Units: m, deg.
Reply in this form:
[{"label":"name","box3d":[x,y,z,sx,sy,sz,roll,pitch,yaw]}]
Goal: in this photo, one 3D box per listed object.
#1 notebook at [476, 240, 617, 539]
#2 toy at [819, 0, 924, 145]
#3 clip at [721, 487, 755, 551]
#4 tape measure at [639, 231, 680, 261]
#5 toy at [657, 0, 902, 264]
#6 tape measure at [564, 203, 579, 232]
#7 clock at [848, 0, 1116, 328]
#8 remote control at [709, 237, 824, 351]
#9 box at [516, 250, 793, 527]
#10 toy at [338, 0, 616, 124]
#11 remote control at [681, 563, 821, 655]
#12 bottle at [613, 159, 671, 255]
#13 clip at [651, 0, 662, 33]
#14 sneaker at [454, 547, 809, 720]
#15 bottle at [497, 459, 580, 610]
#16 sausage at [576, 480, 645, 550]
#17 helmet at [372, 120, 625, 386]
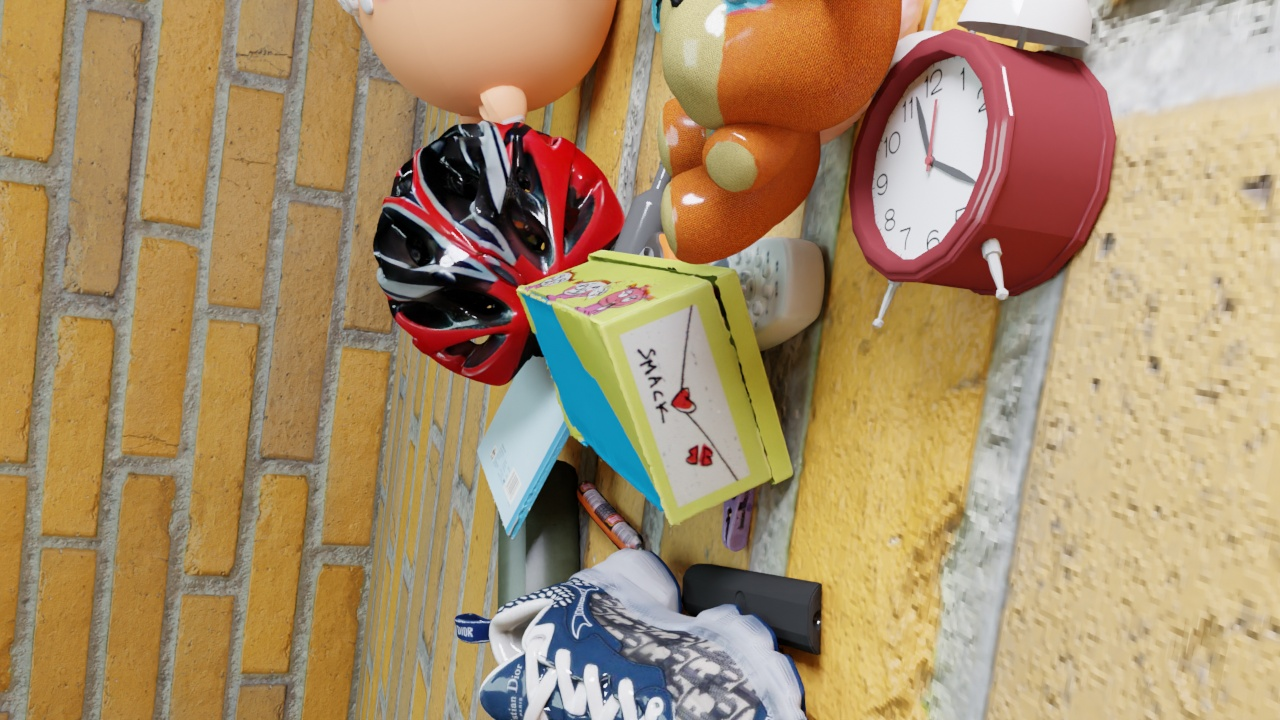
[{"label":"notebook","box3d":[-0.069,0.005,0.783,0.253,0.009,0.181,-61,24,8]},{"label":"toy","box3d":[0.095,-0.162,0.442,0.109,0.053,0.105,123,158,-51]},{"label":"clip","box3d":[0.055,0.080,0.530,0.045,0.014,0.051,-125,48,-61]},{"label":"tape measure","box3d":[0.017,-0.059,0.634,0.058,0.038,0.058,138,134,-61]},{"label":"toy","box3d":[0.053,-0.125,0.367,0.177,0.096,0.112,-53,27,40]},{"label":"tape measure","box3d":[-0.065,-0.142,0.868,0.052,0.059,0.019,-18,63,35]},{"label":"clock","box3d":[0.122,-0.083,0.343,0.096,0.048,0.137,165,109,-68]},{"label":"remote control","box3d":[0.064,-0.035,0.514,0.114,0.028,0.060,166,109,-69]},{"label":"box","box3d":[-0.003,0.003,0.558,0.221,0.080,0.124,-154,43,-72]},{"label":"toy","box3d":[-0.150,-0.353,0.855,0.263,0.265,0.281,-153,57,-66]},{"label":"remote control","box3d":[0.059,0.132,0.497,0.147,0.015,0.033,160,115,-68]},{"label":"bottle","box3d":[0.003,-0.098,0.679,0.113,0.030,0.030,-69,20,-3]},{"label":"clip","box3d":[0.030,-0.304,0.695,0.103,0.027,0.120,134,139,-62]},{"label":"sneaker","box3d":[-0.015,0.178,0.488,0.270,0.132,0.103,-165,73,-66]},{"label":"bottle","box3d":[-0.087,0.192,0.794,0.072,0.071,0.206,131,140,-58]},{"label":"sausage","box3d":[-0.026,0.124,0.724,0.155,0.020,0.020,-153,71,-68]},{"label":"helmet","box3d":[-0.133,-0.104,0.778,0.217,0.167,0.272,-53,32,5]}]
